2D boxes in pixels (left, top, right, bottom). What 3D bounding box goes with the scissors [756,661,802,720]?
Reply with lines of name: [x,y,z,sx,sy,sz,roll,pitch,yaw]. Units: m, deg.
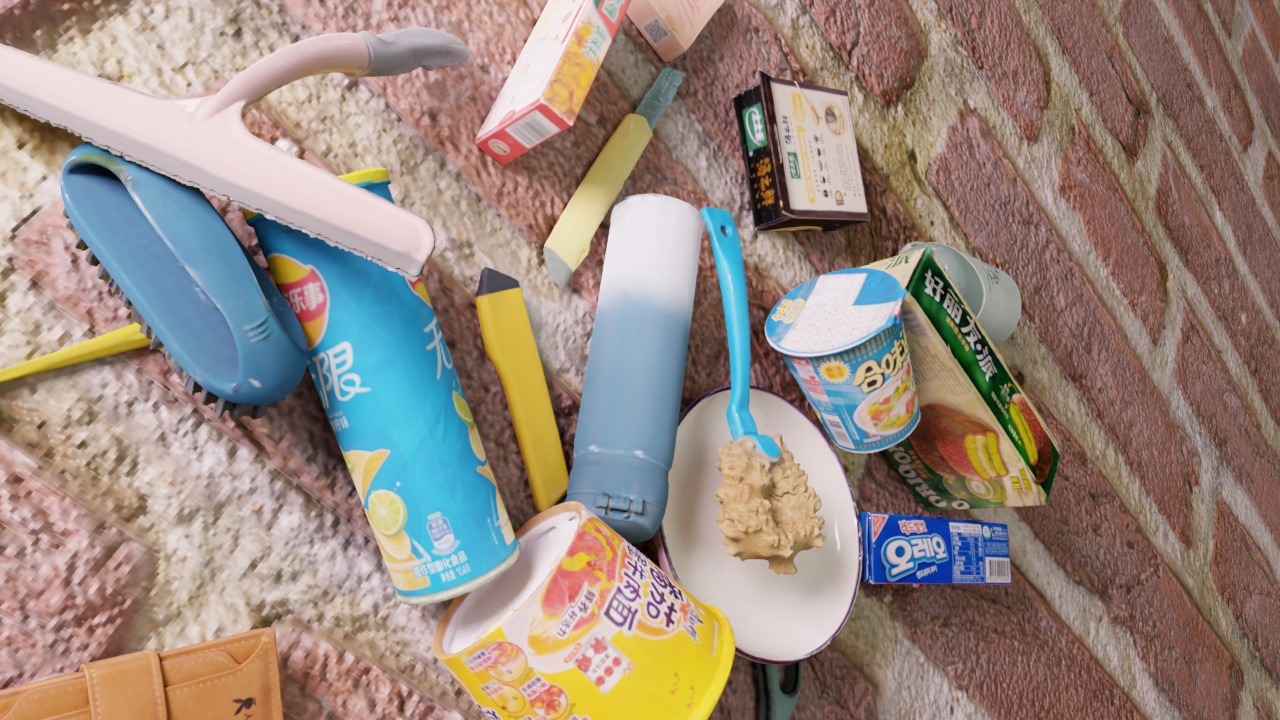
scissors: [0.078,0.237,0.643,0.170,0.019,0.180,43,56,-24]

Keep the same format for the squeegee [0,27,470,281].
squeegee: [-0.151,-0.147,0.465,0.248,0.040,0.248,22,33,11]

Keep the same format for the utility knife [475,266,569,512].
utility knife: [-0.071,0.026,0.560,0.033,0.015,0.170,-16,93,-35]

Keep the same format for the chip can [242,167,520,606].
chip can: [-0.127,0.014,0.466,0.071,0.071,0.210,-27,104,-40]

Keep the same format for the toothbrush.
toothbrush: [-0.231,-0.014,0.432,0.189,0.017,0.015,-25,98,-40]

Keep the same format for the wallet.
wallet: [-0.220,0.181,0.395,0.131,0.031,0.107,-3,85,-42]

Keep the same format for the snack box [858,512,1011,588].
snack box: [0.230,0.158,0.760,0.207,0.058,0.057,11,75,-39]

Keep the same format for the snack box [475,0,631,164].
snack box: [-0.048,-0.200,0.583,0.027,0.077,0.155,36,60,-30]

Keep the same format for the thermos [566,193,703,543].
thermos: [-0.003,0.003,0.585,0.070,0.070,0.220,24,65,-35]

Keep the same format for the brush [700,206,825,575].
brush: [0.071,0.016,0.613,0.083,0.046,0.254,2,75,-36]

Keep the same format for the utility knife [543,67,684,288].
utility knife: [-0.014,-0.137,0.637,0.031,0.022,0.212,43,64,-28]

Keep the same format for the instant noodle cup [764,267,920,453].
instant noodle cup: [0.154,0.006,0.662,0.099,0.099,0.110,-51,129,-34]

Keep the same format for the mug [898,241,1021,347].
mug: [0.274,-0.068,0.834,0.106,0.082,0.111,13,43,-37]

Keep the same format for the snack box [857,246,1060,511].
snack box: [0.237,0.025,0.755,0.240,0.115,0.063,49,53,-22]

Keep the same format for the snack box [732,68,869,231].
snack box: [0.127,-0.165,0.740,0.125,0.053,0.113,-6,85,-40]

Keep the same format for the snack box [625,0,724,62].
snack box: [-0.004,-0.308,0.675,0.157,0.026,0.084,47,55,-24]

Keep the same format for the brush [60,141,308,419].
brush: [-0.201,-0.042,0.407,0.055,0.074,0.144,-36,87,-37]

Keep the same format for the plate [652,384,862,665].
plate: [0.077,0.113,0.641,0.192,0.039,0.192,15,63,-34]

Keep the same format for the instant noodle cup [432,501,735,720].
instant noodle cup: [-0.035,0.151,0.494,0.110,0.138,0.137,48,55,-13]
